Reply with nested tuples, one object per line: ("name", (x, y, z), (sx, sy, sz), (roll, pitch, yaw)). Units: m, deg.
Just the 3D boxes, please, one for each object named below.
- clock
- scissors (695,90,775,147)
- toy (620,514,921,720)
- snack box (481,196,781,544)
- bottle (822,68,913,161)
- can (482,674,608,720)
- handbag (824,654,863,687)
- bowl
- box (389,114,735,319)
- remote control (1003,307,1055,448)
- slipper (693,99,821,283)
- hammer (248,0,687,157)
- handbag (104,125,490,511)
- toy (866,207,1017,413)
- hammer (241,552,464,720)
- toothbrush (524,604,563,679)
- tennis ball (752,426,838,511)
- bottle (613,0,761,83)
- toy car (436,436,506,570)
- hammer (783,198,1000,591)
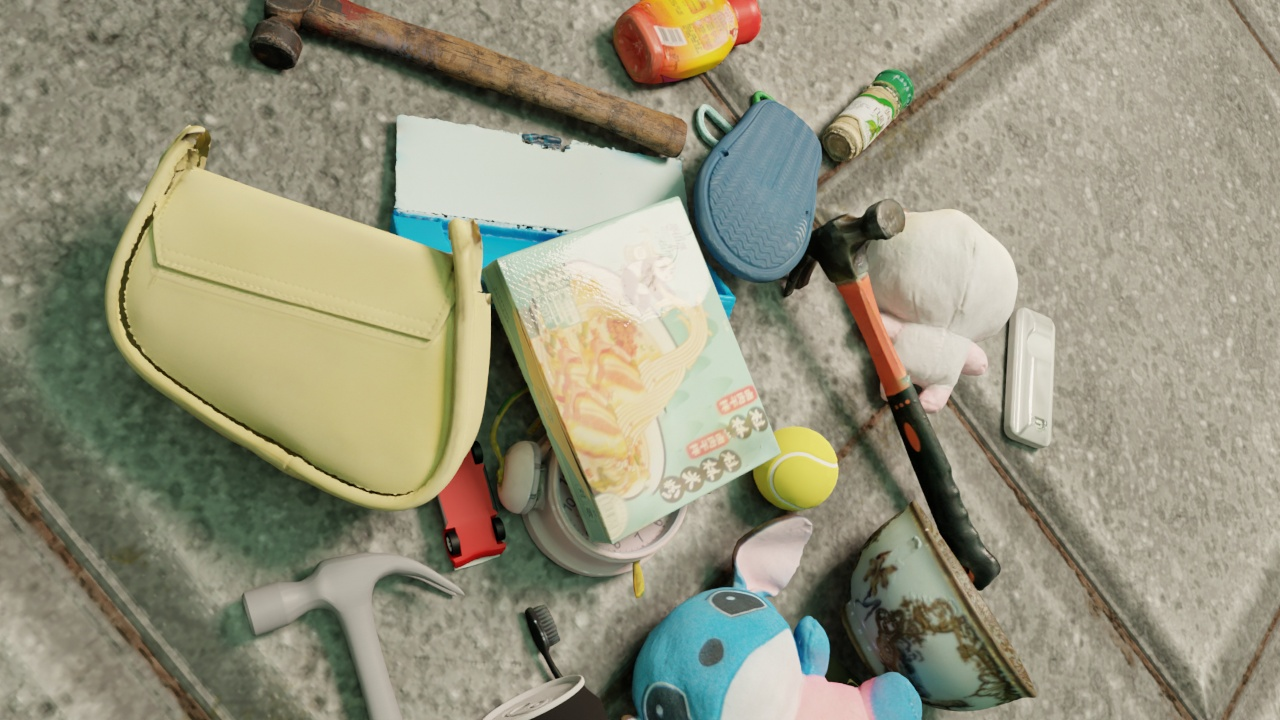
("clock", (-0.036, 0.080, 0.647), (0.158, 0.059, 0.116), (42, 63, -8))
("scissors", (0.096, -0.186, 0.809), (0.123, 0.012, 0.126), (7, 71, -21))
("toy", (0.094, 0.225, 0.625), (0.191, 0.099, 0.223), (28, 56, 12))
("snack box", (-0.004, 0.004, 0.612), (0.141, 0.044, 0.193), (-24, 93, -26))
("bottle", (0.212, -0.229, 0.858), (0.042, 0.043, 0.109), (47, 63, -6))
("can", (-0.041, 0.282, 0.574), (0.080, 0.080, 0.146), (-20, 84, -28))
("handbag", (0.119, 0.301, 0.653), (0.084, 0.028, 0.177), (42, 53, -5))
("bowl", (0.210, 0.197, 0.692), (0.094, 0.159, 0.160), (-34, 91, 12))
("box", (-0.064, -0.095, 0.694), (0.243, 0.060, 0.175), (4, 50, -23))
("remote control", (0.372, 0.015, 0.870), (0.050, 0.022, 0.133), (19, 69, -18))
("slipper", (0.094, -0.143, 0.755), (0.104, 0.059, 0.213), (34, 48, -12))
("hammer", (-0.115, -0.232, 0.711), (0.330, 0.033, 0.119), (15, 68, -18))
("handbag", (-0.201, -0.020, 0.559), (0.233, 0.088, 0.191), (19, 89, -4))
("toy", (0.256, -0.044, 0.799), (0.139, 0.101, 0.179), (16, 86, -7))
("hammer", (-0.139, 0.269, 0.564), (0.124, 0.030, 0.310), (-15, 83, -27))
("toothbrush", (-0.033, 0.252, 0.625), (0.017, 0.014, 0.188), (-24, 86, -36))
("tennis ball", (0.120, 0.084, 0.712), (0.065, 0.065, 0.065), (7, 72, -23))
("bottle", (0.045, -0.285, 0.794), (0.134, 0.049, 0.071), (-26, 87, -28))
("toy car", (-0.121, 0.094, 0.624), (0.038, 0.025, 0.089), (-13, 80, -27))
("hammer", (0.217, 0.040, 0.752), (0.033, 0.133, 0.333), (-28, 96, -31))
